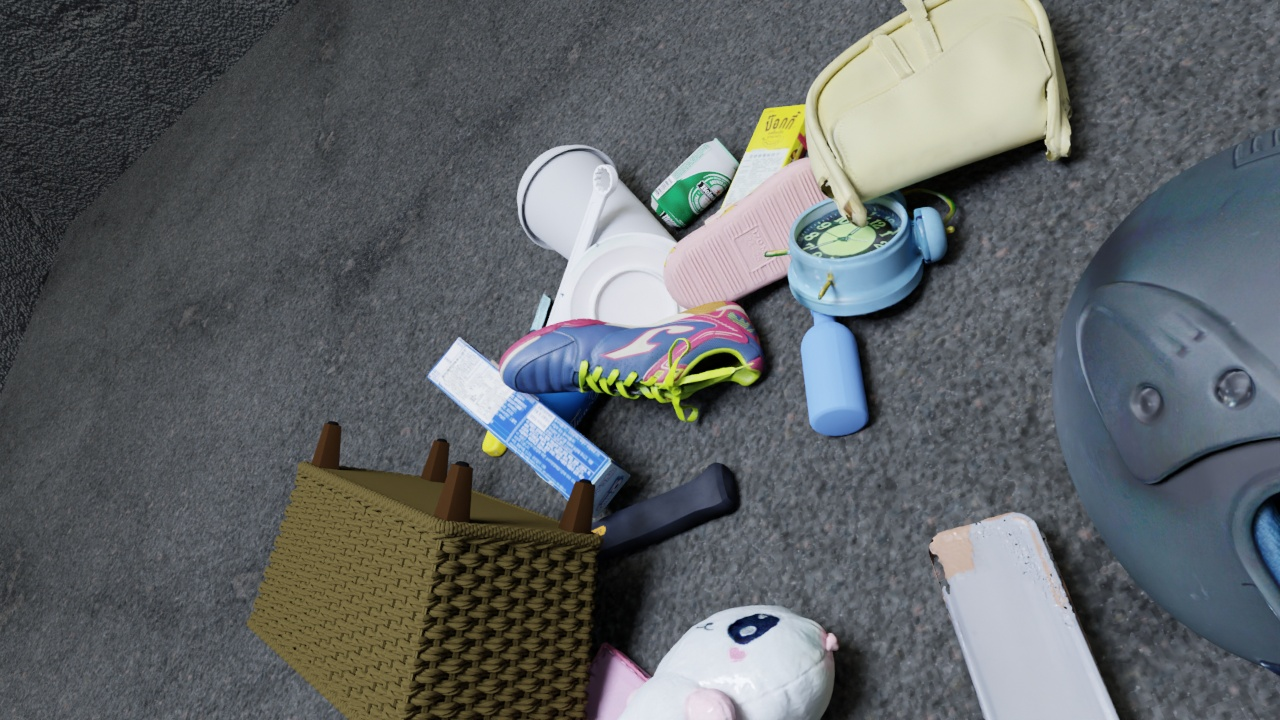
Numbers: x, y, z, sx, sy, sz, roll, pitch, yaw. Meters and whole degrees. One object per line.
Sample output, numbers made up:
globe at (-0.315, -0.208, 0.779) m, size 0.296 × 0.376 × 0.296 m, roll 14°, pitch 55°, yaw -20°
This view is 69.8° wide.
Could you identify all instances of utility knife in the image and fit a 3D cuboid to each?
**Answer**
utility knife at (-0.140, 0.012, 1.075) m, size 0.029 × 0.020 × 0.212 m, roll -4°, pitch 59°, yaw 38°

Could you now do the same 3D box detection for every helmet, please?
helmet at (0.347, 0.043, 0.449) m, size 0.237 × 0.248 × 0.315 m, roll -58°, pitch 34°, yaw 39°

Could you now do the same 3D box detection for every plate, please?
plate at (-0.005, -0.049, 0.913) m, size 0.157 × 0.157 × 0.014 m, roll -47°, pitch 0°, yaw 5°

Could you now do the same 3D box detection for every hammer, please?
hammer at (-0.047, 0.169, 0.870) m, size 0.313 × 0.035 × 0.139 m, roll -28°, pitch 48°, yaw 25°

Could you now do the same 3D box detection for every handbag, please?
handbag at (0.248, -0.221, 0.786) m, size 0.233 × 0.088 × 0.190 m, roll -20°, pitch 53°, yaw 4°

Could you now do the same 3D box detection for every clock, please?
clock at (0.199, -0.102, 0.801) m, size 0.162 × 0.060 × 0.118 m, roll -30°, pitch 40°, yaw -11°

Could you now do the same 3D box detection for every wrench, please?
wrench at (-0.075, -0.088, 0.984) m, size 0.047 × 0.009 × 0.274 m, roll 47°, pitch 131°, yaw 30°

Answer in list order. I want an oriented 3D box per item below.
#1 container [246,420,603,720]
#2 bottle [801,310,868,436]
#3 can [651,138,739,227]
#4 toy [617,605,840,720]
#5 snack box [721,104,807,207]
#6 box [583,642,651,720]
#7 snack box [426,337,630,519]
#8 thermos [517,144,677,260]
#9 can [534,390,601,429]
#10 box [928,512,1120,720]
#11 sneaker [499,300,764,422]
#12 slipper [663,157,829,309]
container at (-0.187, 0.179, 0.806) m, size 0.322 × 0.176 × 0.205 m, roll 6°, pitch 84°, yaw 50°
bottle at (0.163, -0.002, 0.787) m, size 0.048 × 0.048 × 0.131 m, roll -23°, pitch 49°, yaw 29°
can at (0.060, -0.193, 1.010) m, size 0.101 × 0.053 × 0.053 m, roll -42°, pitch 42°, yaw 12°
toy at (0.053, 0.236, 0.644) m, size 0.139 × 0.179 × 0.101 m, roll -26°, pitch 79°, yaw 58°
snack box at (0.134, -0.202, 0.969) m, size 0.061 × 0.025 × 0.148 m, roll 9°, pitch 69°, yaw 44°
box at (0.021, 0.313, 0.703) m, size 0.233 × 0.037 × 0.098 m, roll 27°, pitch 83°, yaw 49°
snack box at (-0.111, 0.062, 0.884) m, size 0.226 × 0.059 × 0.059 m, roll 36°, pitch 84°, yaw 29°
thermos at (-0.039, -0.143, 1.021) m, size 0.131 × 0.131 × 0.222 m, roll -48°, pitch 49°, yaw 5°
can at (-0.078, 0.018, 0.967) m, size 0.079 × 0.079 × 0.146 m, roll 30°, pitch 84°, yaw 49°
box at (0.245, 0.201, 0.568) m, size 0.081 × 0.063 × 0.215 m, roll -21°, pitch 50°, yaw 16°
sneaker at (-0.005, 0.005, 0.834) m, size 0.241 × 0.116 × 0.091 m, roll -11°, pitch 53°, yaw -9°
slipper at (0.109, -0.120, 0.888) m, size 0.197 × 0.093 × 0.081 m, roll -34°, pitch 19°, yaw 3°
